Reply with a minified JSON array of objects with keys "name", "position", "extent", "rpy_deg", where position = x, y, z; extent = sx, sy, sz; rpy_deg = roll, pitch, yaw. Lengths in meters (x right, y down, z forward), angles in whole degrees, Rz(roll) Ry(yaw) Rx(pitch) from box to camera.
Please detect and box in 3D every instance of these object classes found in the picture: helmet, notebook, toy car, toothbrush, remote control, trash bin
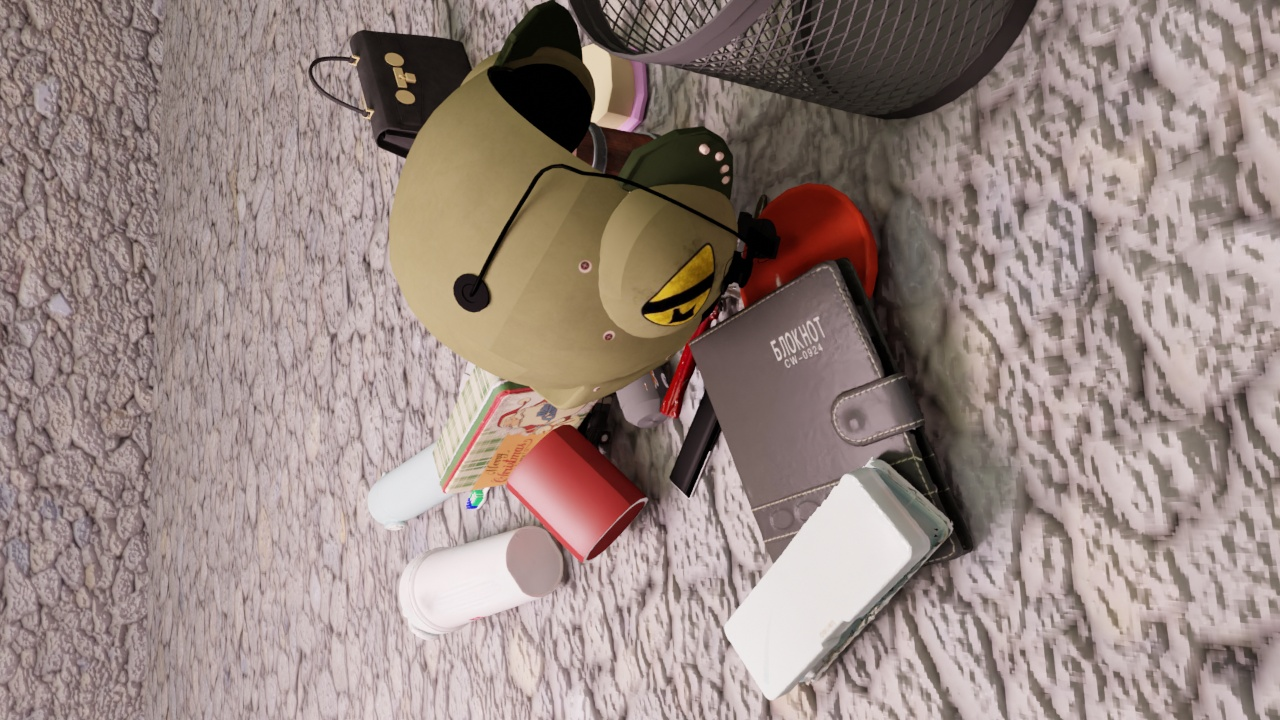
[{"name":"helmet","position":[-0.041,-0.088,0.630],"extent":[0.250,0.255,0.233],"rpy_deg":[49,117,34]},{"name":"notebook","position":[0.124,0.053,0.643],"extent":[0.170,0.029,0.209],"rpy_deg":[-31,80,48]},{"name":"toy car","position":[-0.049,0.046,0.878],"extent":[0.040,0.037,0.092],"rpy_deg":[26,107,49]},{"name":"toothbrush","position":[-0.150,0.108,1.014],"extent":[0.187,0.016,0.015],"rpy_deg":[-54,47,33]},{"name":"remote control","position":[0.053,0.058,0.773],"extent":[0.028,0.011,0.124],"rpy_deg":[41,118,44]},{"name":"trash bin","position":[0.106,-0.267,0.564],"extent":[0.218,0.227,0.217],"rpy_deg":[-6,83,50]}]

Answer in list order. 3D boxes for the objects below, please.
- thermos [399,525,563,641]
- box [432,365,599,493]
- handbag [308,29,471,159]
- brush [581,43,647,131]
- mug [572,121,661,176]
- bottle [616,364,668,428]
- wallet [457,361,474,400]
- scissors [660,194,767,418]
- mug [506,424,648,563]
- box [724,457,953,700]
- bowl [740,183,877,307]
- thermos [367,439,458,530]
[{"name":"thermos","position":[-0.178,0.236,0.978],"extent":[0.221,0.099,0.099],"rpy_deg":[-27,67,43]},{"name":"box","position":[-0.112,0.055,0.844],"extent":[0.206,0.117,0.050],"rpy_deg":[-51,51,48]},{"name":"handbag","position":[-0.292,-0.314,1.079],"extent":[0.072,0.195,0.175],"rpy_deg":[-46,54,39]},{"name":"brush","position":[-0.080,-0.246,0.935],"extent":[0.229,0.043,0.089],"rpy_deg":[-14,76,49]},{"name":"mug","position":[-0.035,-0.153,0.818],"extent":[0.081,0.111,0.117],"rpy_deg":[28,108,48]},{"name":"bottle","position":[-0.005,0.005,0.820],"extent":[0.047,0.047,0.112],"rpy_deg":[-41,57,41]},{"name":"wallet","position":[-0.158,0.022,1.008],"extent":[0.118,0.037,0.115],"rpy_deg":[17,93,54]},{"name":"scissors","position":[0.075,-0.028,0.737],"extent":[0.179,0.015,0.199],"rpy_deg":[46,109,30]},{"name":"mug","position":[-0.052,0.120,0.831],"extent":[0.096,0.116,0.080],"rpy_deg":[42,92,14]},{"name":"box","position":[0.122,0.152,0.619],"extent":[0.083,0.067,0.199],"rpy_deg":[34,130,12]},{"name":"bowl","position":[0.128,-0.066,0.672],"extent":[0.122,0.035,0.122],"rpy_deg":[-6,83,50]},{"name":"thermos","position":[-0.266,0.149,1.113],"extent":[0.207,0.065,0.077],"rpy_deg":[-31,57,45]}]
